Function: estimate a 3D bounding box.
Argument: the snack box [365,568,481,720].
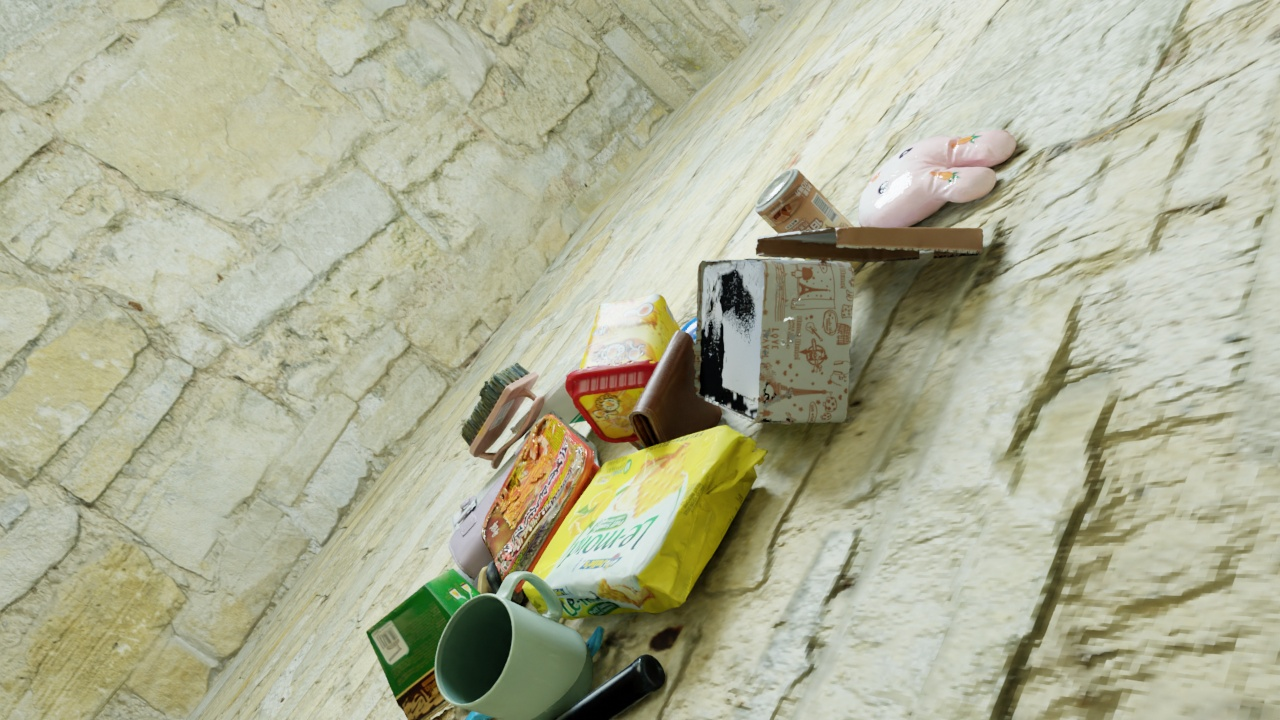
[{"bbox_3d":[-0.197,0.273,0.894,0.118,0.105,0.117,-40,-6,5],"label":"snack box"}]

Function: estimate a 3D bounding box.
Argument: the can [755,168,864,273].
[{"bbox_3d":[0.174,-0.134,0.923,0.059,0.116,0.058,-44,15,15],"label":"can"}]

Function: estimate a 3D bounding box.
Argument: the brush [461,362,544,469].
[{"bbox_3d":[-0.177,0.076,1.163,0.146,0.073,0.063,-55,-12,32],"label":"brush"}]

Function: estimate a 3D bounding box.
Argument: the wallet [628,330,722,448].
[{"bbox_3d":[0.035,0.048,0.872,0.032,0.125,0.101,13,55,32],"label":"wallet"}]

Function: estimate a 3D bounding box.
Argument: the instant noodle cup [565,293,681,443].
[{"bbox_3d":[-0.006,0.006,0.951,0.116,0.116,0.123,-9,52,20],"label":"instant noodle cup"}]

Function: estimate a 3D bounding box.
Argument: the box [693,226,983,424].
[{"bbox_3d":[0.158,-0.031,0.787,0.181,0.197,0.157,-165,74,-74],"label":"box"}]

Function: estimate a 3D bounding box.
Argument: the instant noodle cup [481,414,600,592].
[{"bbox_3d":[-0.097,0.155,0.985,0.164,0.079,0.189,-60,24,0],"label":"instant noodle cup"}]

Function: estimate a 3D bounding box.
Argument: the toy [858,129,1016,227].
[{"bbox_3d":[0.273,-0.172,0.865,0.160,0.054,0.121,-9,41,57],"label":"toy"}]

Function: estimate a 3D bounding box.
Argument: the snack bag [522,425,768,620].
[{"bbox_3d":[0.002,0.148,0.789,0.247,0.068,0.157,-27,25,56],"label":"snack bag"}]

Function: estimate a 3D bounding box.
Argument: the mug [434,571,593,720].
[{"bbox_3d":[-0.093,0.228,0.728,0.082,0.106,0.111,-10,57,37],"label":"mug"}]

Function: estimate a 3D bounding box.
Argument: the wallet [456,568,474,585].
[{"bbox_3d":[-0.234,0.307,1.148,0.106,0.037,0.129,-38,15,0],"label":"wallet"}]

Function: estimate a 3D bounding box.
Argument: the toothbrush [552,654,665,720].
[{"bbox_3d":[-0.062,0.287,0.700,0.213,0.026,0.027,-42,-6,24],"label":"toothbrush"}]

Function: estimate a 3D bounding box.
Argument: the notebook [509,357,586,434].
[{"bbox_3d":[-0.059,0.031,1.187,0.150,0.012,0.210,-8,-27,-45],"label":"notebook"}]

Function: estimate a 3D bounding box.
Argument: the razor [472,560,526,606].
[{"bbox_3d":[-0.185,0.290,1.029,0.168,0.062,0.067,-49,44,19],"label":"razor"}]

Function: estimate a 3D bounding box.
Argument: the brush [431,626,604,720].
[{"bbox_3d":[-0.122,0.309,0.813,0.255,0.046,0.083,-39,12,20],"label":"brush"}]

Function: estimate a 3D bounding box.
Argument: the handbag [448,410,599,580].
[{"bbox_3d":[-0.143,0.170,1.129,0.197,0.098,0.145,-49,19,2],"label":"handbag"}]

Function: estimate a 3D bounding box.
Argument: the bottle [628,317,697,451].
[{"bbox_3d":[0.054,0.005,1.025,0.218,0.065,0.065,-49,14,-5],"label":"bottle"}]
